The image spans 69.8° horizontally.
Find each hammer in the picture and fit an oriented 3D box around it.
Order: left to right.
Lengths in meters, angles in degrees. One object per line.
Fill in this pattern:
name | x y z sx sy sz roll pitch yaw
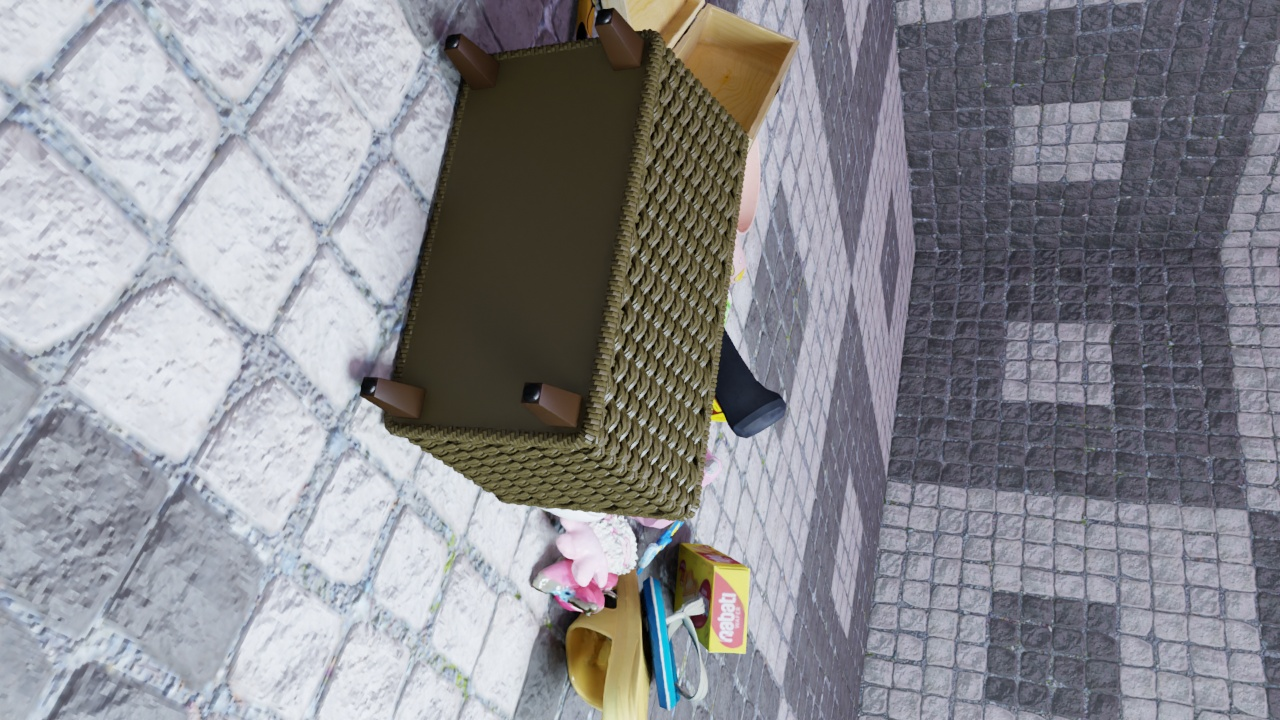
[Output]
hammer | 0.031 -0.069 0.764 0.312 0.139 0.035 60 4 33

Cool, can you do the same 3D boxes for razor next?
razor | -0.052 -0.311 0.830 0.044 0.021 0.144 34 59 -64

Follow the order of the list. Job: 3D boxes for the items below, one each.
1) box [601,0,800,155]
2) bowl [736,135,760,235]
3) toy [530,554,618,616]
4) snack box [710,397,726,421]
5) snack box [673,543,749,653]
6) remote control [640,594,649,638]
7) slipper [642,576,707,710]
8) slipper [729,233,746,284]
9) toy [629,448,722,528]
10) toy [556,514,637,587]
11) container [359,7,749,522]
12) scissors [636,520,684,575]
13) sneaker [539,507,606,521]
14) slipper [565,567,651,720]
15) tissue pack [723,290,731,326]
box | 0.056 -0.352 0.996 0.252 0.119 0.246 52 39 -23
bowl | 0.090 -0.228 1.107 0.152 0.076 0.153 4 90 -68
toy | -0.056 0.206 0.834 0.050 0.065 0.102 -58 166 16
snack box | 0.071 0.007 1.104 0.025 0.061 0.149 -58 144 -49
snack box | 0.079 0.268 1.053 0.201 0.042 0.092 154 -59 -80
remote control | -0.009 0.305 0.996 0.140 0.021 0.045 -54 143 -61
slipper | 0.041 0.303 0.951 0.295 0.060 0.118 81 5 -64
slipper | 0.052 -0.152 1.030 0.081 0.093 0.197 -42 132 -15
toy | 0.032 0.125 0.990 0.123 0.067 0.158 -43 176 -15
toy | -0.038 0.159 0.822 0.095 0.041 0.108 61 25 0
container | -0.054 -0.069 0.655 0.205 0.177 0.320 37 58 -59
scissors | 0.024 0.197 0.996 0.125 0.013 0.127 -54 164 1
sneaker | -0.030 0.031 0.811 0.097 0.091 0.244 52 42 -50
slipper | -0.031 0.278 0.855 0.263 0.078 0.099 -89 174 -74
tissue pack | 0.082 -0.075 1.161 0.114 0.034 0.099 62 39 -48
